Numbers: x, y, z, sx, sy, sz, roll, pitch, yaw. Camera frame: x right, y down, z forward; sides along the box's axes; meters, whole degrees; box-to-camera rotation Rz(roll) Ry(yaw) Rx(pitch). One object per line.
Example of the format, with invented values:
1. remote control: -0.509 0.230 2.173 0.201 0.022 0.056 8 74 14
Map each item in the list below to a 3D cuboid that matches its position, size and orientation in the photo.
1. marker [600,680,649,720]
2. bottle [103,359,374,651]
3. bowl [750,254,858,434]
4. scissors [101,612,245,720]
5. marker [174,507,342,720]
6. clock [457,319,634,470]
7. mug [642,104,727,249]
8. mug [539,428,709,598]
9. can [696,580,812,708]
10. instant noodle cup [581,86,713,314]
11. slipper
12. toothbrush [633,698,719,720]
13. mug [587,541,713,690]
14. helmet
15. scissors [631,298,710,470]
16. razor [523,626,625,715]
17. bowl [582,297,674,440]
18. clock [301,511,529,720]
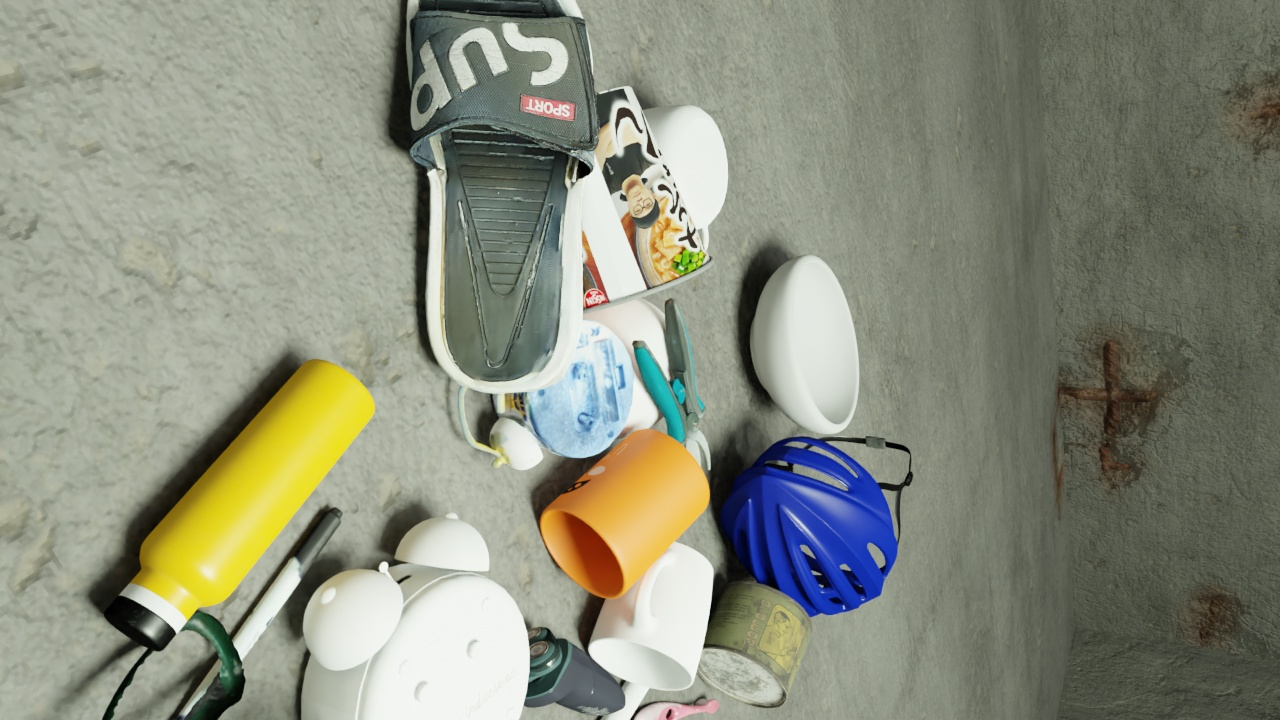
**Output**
1. marker: -0.031 0.289 0.687 0.141 0.020 0.020 -46 128 -46
2. bottle: -0.181 0.063 0.422 0.143 0.043 0.043 -60 137 -37
3. bowl: 0.155 -0.013 0.910 0.176 0.066 0.176 22 64 -54
4. scissors: -0.198 0.178 0.350 0.137 0.015 0.209 56 23 1
5. marker: -0.189 0.133 0.442 0.151 0.011 0.011 -61 139 -35
6. clock: -0.061 0.020 0.590 0.125 0.052 0.089 -16 103 -41
7. mug: 0.022 -0.135 0.704 0.094 0.068 0.116 -44 127 -47
8. mug: -0.014 0.117 0.656 0.095 0.077 0.113 -39 158 -37
9. can: 0.101 0.255 0.826 0.074 0.090 0.090 -57 136 -39
10. instant noodle cup: -0.029 -0.104 0.594 0.123 0.124 0.122 -34 110 -52
11. slipper: -0.078 -0.110 0.511 0.063 0.111 0.264 -95 -174 -82
12. toothbrush: 0.029 0.303 0.788 0.135 0.016 0.021 19 75 -54
13. mug: 0.011 0.179 0.683 0.114 0.081 0.087 84 21 -49
14. helmet: 0.179 0.129 0.884 0.227 0.148 0.242 -58 137 -31
15. scissors: 0.027 0.023 0.669 0.154 0.019 0.126 24 73 -57
16. razor: -0.048 0.225 0.640 0.143 0.047 0.052 52 25 -49
17. bowl: -0.004 0.004 0.687 0.114 0.051 0.114 -4 95 -57
18. clock: -0.114 0.176 0.503 0.125 0.073 0.161 -30 116 -53
